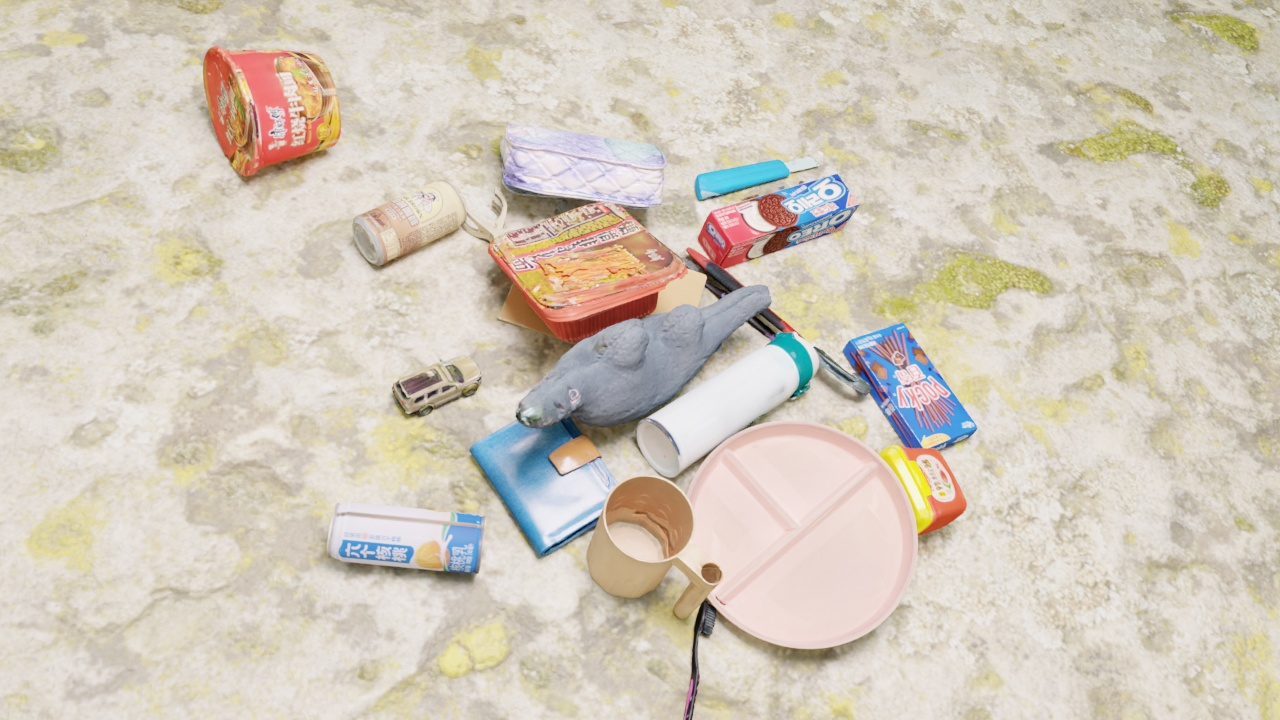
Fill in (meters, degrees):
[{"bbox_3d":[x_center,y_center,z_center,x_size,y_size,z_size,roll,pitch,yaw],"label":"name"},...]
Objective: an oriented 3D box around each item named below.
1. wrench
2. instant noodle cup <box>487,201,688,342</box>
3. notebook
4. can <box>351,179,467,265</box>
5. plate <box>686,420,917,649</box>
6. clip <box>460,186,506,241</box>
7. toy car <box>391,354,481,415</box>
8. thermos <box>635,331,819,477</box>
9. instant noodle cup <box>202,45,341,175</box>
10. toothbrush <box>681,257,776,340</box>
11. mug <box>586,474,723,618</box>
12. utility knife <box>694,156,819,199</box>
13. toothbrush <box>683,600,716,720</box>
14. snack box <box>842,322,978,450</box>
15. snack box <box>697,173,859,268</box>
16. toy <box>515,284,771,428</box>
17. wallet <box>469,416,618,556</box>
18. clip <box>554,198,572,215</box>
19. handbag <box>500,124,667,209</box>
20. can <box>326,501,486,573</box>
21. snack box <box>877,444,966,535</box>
[{"bbox_3d":[0.157,-0.049,1.068,0.273,0.016,0.056,40,13,14],"label":"wrench"},{"bbox_3d":[-0.055,-0.089,0.975,0.164,0.079,0.189,-21,40,-20],"label":"instant noodle cup"},{"bbox_3d":[-0.039,-0.072,1.044,0.207,0.008,0.147,19,60,-1],"label":"notebook"},{"bbox_3d":[-0.256,-0.154,1.018,0.116,0.059,0.058,-32,70,-30],"label":"can"},{"bbox_3d":[0.155,0.169,0.906,0.229,0.028,0.229,0,63,0],"label":"plate"},{"bbox_3d":[-0.162,-0.158,1.061,0.103,0.035,0.092,39,58,7],"label":"clip"},{"bbox_3d":[-0.204,0.022,0.931,0.090,0.035,0.042,-24,67,-29],"label":"toy car"},{"bbox_3d":[0.101,0.043,0.979,0.223,0.073,0.073,-30,69,-30],"label":"thermos"},{"bbox_3d":[-0.409,-0.285,1.026,0.108,0.138,0.138,-22,65,-36],"label":"instant noodle cup"},{"bbox_3d":[0.115,-0.064,1.083,0.189,0.017,0.014,40,67,11],"label":"toothbrush"},{"bbox_3d":[0.012,0.177,0.842,0.124,0.104,0.084,40,57,13],"label":"mug"},{"bbox_3d":[0.156,-0.246,1.212,0.198,0.018,0.034,-17,75,-24],"label":"utility knife"},{"bbox_3d":[0.047,0.306,0.822,0.017,0.014,0.188,23,54,-14],"label":"toothbrush"},{"bbox_3d":[0.311,0.032,1.063,0.084,0.026,0.157,-17,63,-25],"label":"snack box"},{"bbox_3d":[0.174,-0.176,1.147,0.207,0.057,0.058,-20,67,-26],"label":"snack box"},{"bbox_3d":[-0.005,0.005,0.924,0.355,0.138,0.091,-25,78,-43],"label":"toy"},{"bbox_3d":[-0.089,0.112,0.901,0.106,0.040,0.133,-28,69,-24],"label":"wallet"},{"bbox_3d":[-0.083,-0.167,1.097,0.025,0.031,0.057,-26,71,-23],"label":"clip"},{"bbox_3d":[-0.070,-0.229,1.089,0.194,0.076,0.134,7,24,-11],"label":"handbag"},{"bbox_3d":[-0.209,0.159,0.827,0.134,0.053,0.053,8,56,-10],"label":"can"},{"bbox_3d":[0.285,0.138,0.960,0.080,0.082,0.091,-3,58,-32],"label":"snack box"}]
